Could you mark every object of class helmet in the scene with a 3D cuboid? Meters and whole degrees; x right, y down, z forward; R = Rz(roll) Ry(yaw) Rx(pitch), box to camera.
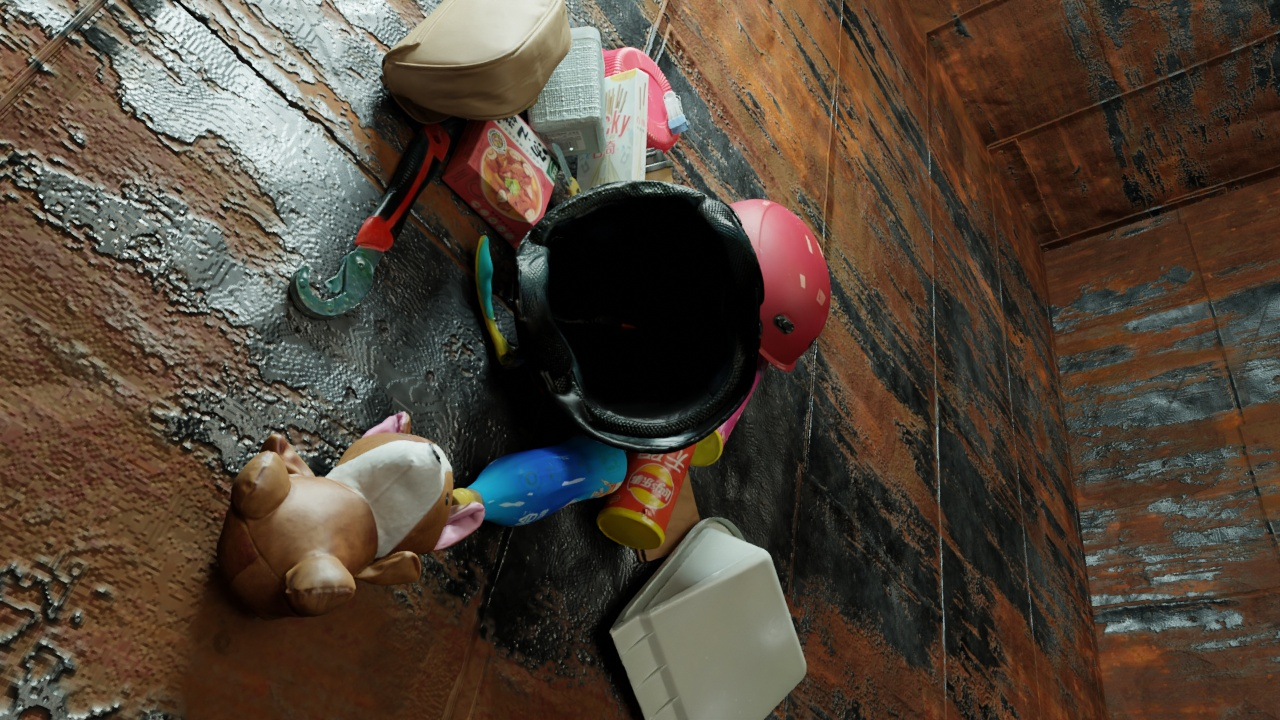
[{"bbox_3d":[0.000,-0.038,0.900,0.230,0.233,0.274,81,-3,-79],"label":"helmet"},{"bbox_3d":[0.172,-0.116,1.205,0.206,0.144,0.240,22,31,-48],"label":"helmet"}]

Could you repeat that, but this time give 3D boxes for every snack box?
[{"bbox_3d":[-0.033,-0.250,1.059,0.026,0.085,0.156,11,78,-52],"label":"snack box"},{"bbox_3d":[-0.132,-0.189,0.952,0.127,0.044,0.113,44,42,-34],"label":"snack box"}]

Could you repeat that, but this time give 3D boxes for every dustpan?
[{"bbox_3d":[0.071,0.300,1.013,0.257,0.143,0.223,-27,106,-27],"label":"dustpan"}]

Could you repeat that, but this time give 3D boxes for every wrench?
[{"bbox_3d":[-0.227,-0.131,0.816,0.056,0.016,0.272,50,40,-29],"label":"wrench"}]

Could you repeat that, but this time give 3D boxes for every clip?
[{"bbox_3d":[0.044,-0.316,1.166,0.038,0.026,0.058,27,44,-60],"label":"clip"}]

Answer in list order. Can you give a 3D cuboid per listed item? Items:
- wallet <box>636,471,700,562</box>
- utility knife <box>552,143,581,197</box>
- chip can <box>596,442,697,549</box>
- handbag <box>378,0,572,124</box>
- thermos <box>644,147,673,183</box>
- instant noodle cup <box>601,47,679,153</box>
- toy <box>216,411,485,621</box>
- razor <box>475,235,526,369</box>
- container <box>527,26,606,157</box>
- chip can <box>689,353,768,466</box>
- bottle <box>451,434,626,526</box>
[{"bbox_3d":[0.026,0.167,1.029,0.115,0.020,0.101,-4,77,-53],"label":"wallet"},{"bbox_3d":[-0.063,-0.157,1.028,0.030,0.020,0.196,-80,149,-51],"label":"utility knife"},{"bbox_3d":[0.024,0.093,0.983,0.073,0.073,0.216,48,50,-31],"label":"chip can"},{"bbox_3d":[-0.152,-0.301,0.902,0.203,0.148,0.100,-67,158,-44],"label":"handbag"},{"bbox_3d":[0.008,-0.179,1.114,0.092,0.093,0.143,-30,107,-56],"label":"thermos"},{"bbox_3d":[-0.010,-0.325,1.174,0.193,0.066,0.193,31,50,-45],"label":"instant noodle cup"},{"bbox_3d":[-0.200,0.102,0.660,0.140,0.131,0.199,57,25,8],"label":"toy"},{"bbox_3d":[-0.141,-0.056,0.889,0.043,0.028,0.132,-9,85,-79],"label":"razor"},{"bbox_3d":[-0.083,-0.291,1.013,0.090,0.090,0.111,77,7,-75],"label":"container"},{"bbox_3d":[0.099,0.044,1.145,0.071,0.072,0.209,60,35,-16],"label":"chip can"},{"bbox_3d":[-0.096,0.112,0.840,0.218,0.065,0.065,-9,82,-56],"label":"bottle"}]
